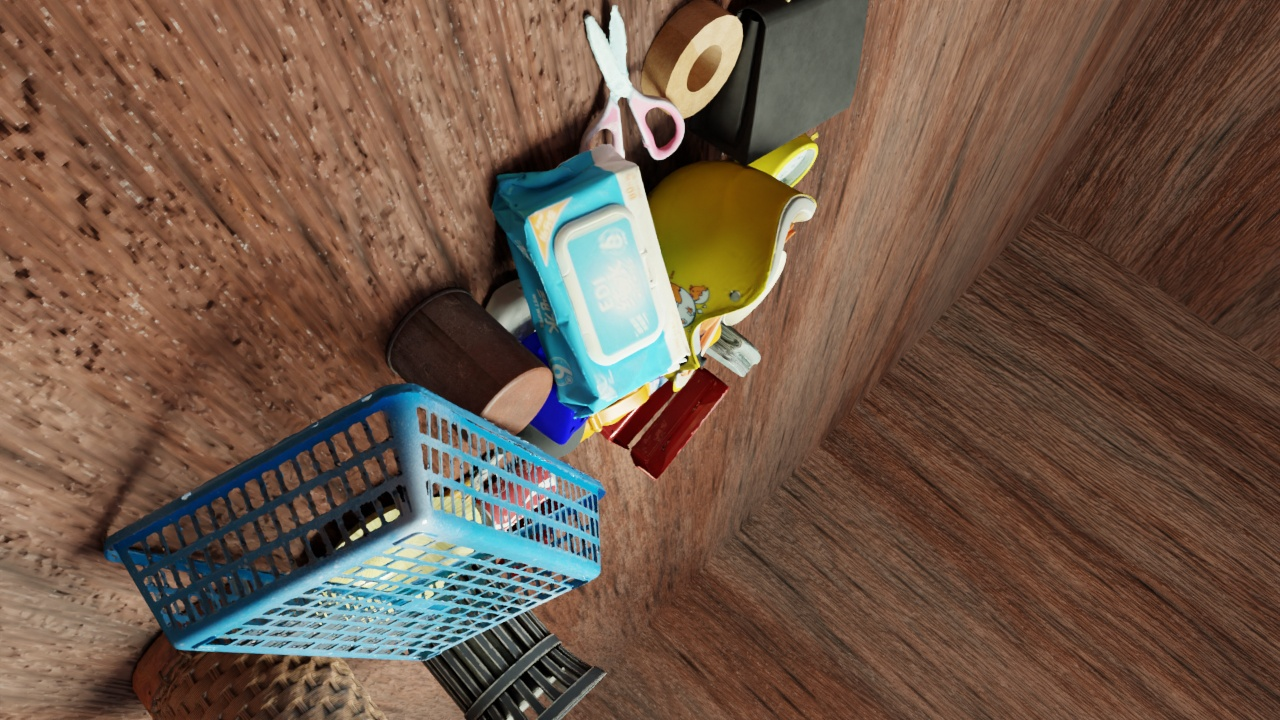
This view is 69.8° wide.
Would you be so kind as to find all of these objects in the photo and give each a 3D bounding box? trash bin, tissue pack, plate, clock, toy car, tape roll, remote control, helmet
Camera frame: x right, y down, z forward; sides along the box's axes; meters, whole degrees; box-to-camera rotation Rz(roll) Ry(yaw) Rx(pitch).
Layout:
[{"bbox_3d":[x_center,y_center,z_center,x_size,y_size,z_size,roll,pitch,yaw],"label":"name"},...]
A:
[{"bbox_3d":[-0.305,0.309,0.785,0.151,0.210,0.151,-41,160,-19],"label":"trash bin"},{"bbox_3d":[-0.037,-0.066,0.741,0.116,0.066,0.209,-29,114,-26],"label":"tissue pack"},{"bbox_3d":[-0.177,0.333,1.063,0.164,0.227,0.164,-41,166,-13],"label":"trash bin"},{"bbox_3d":[-0.250,0.192,0.920,0.184,0.036,0.185,-29,146,-22],"label":"plate"},{"bbox_3d":[0.137,-0.212,0.991,0.119,0.057,0.083,-47,162,19],"label":"clock"},{"bbox_3d":[-0.141,0.209,1.147,0.070,0.062,0.169,-52,179,8],"label":"toy car"},{"bbox_3d":[0.043,-0.248,0.758,0.093,0.027,0.094,-42,160,-19],"label":"tape roll"},{"bbox_3d":[-0.122,-0.023,0.827,0.060,0.028,0.115,-30,154,-46],"label":"remote control"},{"bbox_3d":[0.046,-0.094,0.892,0.241,0.139,0.208,-55,179,44],"label":"helmet"}]

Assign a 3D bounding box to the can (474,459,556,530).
[{"bbox_3d":[-0.148,0.159,1.078,0.096,0.054,0.054,-35,157,-34],"label":"can"}]

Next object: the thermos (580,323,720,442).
[{"bbox_3d":[-0.006,0.006,1.053,0.232,0.076,0.092,-37,-176,-29],"label":"thermos"}]

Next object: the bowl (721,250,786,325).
[{"bbox_3d":[0.120,-0.107,1.143,0.115,0.062,0.115,-42,160,-20],"label":"bowl"}]

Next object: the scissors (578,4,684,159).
[{"bbox_3d":[-0.027,-0.199,0.707,0.101,0.016,0.178,-27,153,5],"label":"scissors"}]

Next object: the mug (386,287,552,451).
[{"bbox_3d":[-0.140,0.018,0.752,0.096,0.110,0.123,-30,153,-32],"label":"mug"}]

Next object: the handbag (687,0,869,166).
[{"bbox_3d":[0.144,-0.303,0.826,0.175,0.072,0.196,-35,152,-35],"label":"handbag"}]

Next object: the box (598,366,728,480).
[{"bbox_3d":[0.016,0.052,1.197,0.157,0.126,0.137,-52,-179,-1],"label":"box"}]

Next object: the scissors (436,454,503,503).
[{"bbox_3d":[-0.190,0.135,0.999,0.229,0.016,0.114,-48,161,1],"label":"scissors"}]

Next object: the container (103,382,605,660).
[{"bbox_3d":[-0.186,0.159,0.737,0.257,0.089,0.362,-28,154,10],"label":"container"}]

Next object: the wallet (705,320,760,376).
[{"bbox_3d":[0.102,-0.028,1.204,0.054,0.100,0.131,-59,162,4],"label":"wallet"}]

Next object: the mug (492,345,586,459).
[{"bbox_3d":[-0.104,0.049,0.913,0.121,0.085,0.095,-42,160,-34],"label":"mug"}]

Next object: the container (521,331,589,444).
[{"bbox_3d":[-0.062,0.004,0.841,0.113,0.085,0.085,-46,165,-33],"label":"container"}]
